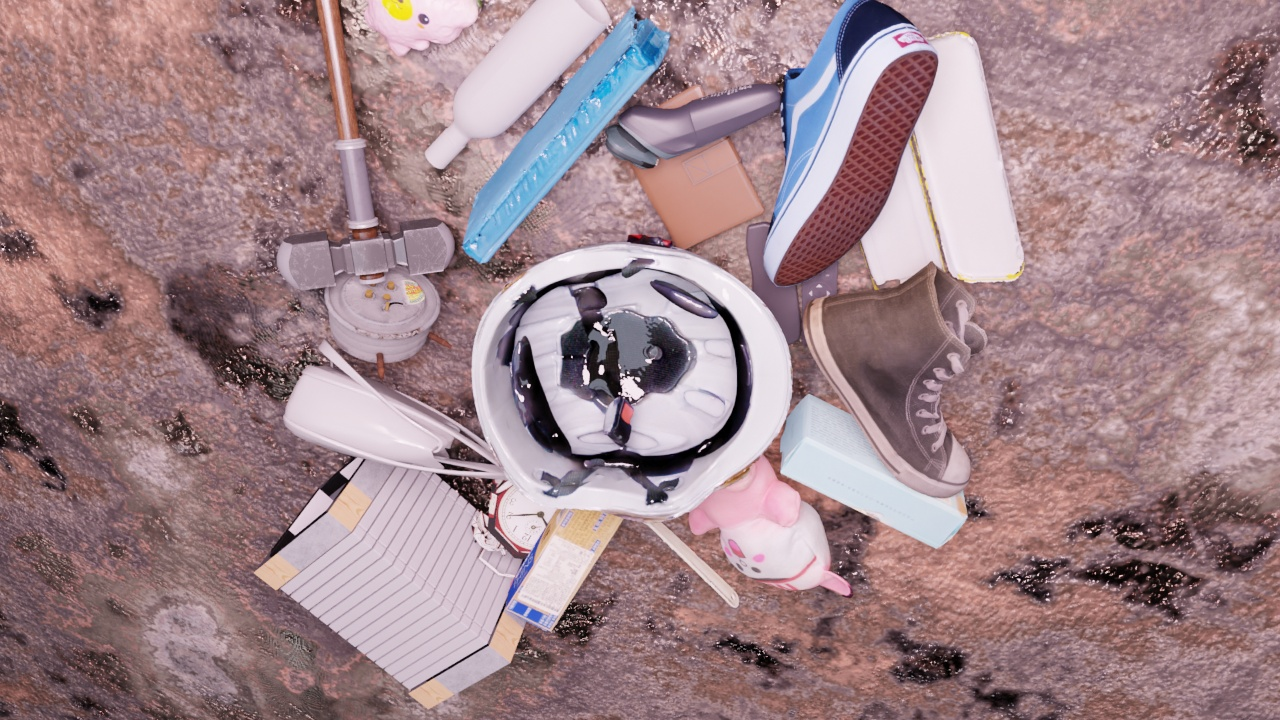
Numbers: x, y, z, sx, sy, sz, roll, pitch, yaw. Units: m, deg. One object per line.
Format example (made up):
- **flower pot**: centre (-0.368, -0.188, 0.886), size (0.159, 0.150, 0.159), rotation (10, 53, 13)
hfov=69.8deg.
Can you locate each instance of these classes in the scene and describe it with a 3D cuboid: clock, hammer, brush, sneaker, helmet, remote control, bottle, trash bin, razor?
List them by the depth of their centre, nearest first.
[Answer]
- **sneaker**: centre (0.144, -0.166, 0.710), size (0.083, 0.098, 0.242), rotation (-12, 145, -23)
- **razor**: centre (0.042, -0.192, 0.732), size (0.143, 0.047, 0.052), rotation (-15, 117, 18)
- **bottle**: centre (-0.110, -0.226, 0.751), size (0.196, 0.052, 0.052), rotation (-37, 107, 29)
- **hammer**: centre (-0.253, -0.223, 0.778), size (0.156, 0.043, 0.323), rotation (-10, 113, -17)
- **sneaker**: centre (0.251, 0.023, 0.788), size (0.120, 0.095, 0.235), rotation (-21, 113, 36)
- **helmet**: centre (-0.005, 0.005, 0.804), size (0.264, 0.163, 0.237), rotation (-8, 105, 7)
- **remote control**: centre (0.157, -0.074, 0.807), size (0.032, 0.015, 0.137), rotation (1, 123, 12)
- **remote control**: centre (0.120, -0.066, 0.823), size (0.046, 0.009, 0.125), rotation (0, 121, 13)
- **clock**: centre (-0.253, -0.056, 0.869), size (0.148, 0.103, 0.056), rotation (42, 137, 21)
- **clock**: centre (-0.115, 0.166, 0.981), size (0.114, 0.065, 0.155), rotation (28, 106, -14)
- **brush**: centre (0.037, 0.198, 0.993), size (0.012, 0.033, 0.217), rotation (-35, 110, 28)
- **trash bin**: centre (-0.255, 0.231, 1.012), size (0.143, 0.142, 0.247), rotation (-36, 108, 29)

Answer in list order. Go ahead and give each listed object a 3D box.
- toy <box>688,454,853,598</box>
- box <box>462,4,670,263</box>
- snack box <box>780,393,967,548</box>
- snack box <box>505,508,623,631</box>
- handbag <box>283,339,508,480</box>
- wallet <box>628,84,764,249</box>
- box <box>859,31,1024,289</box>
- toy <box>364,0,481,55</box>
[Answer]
- **toy**: centre (0.115, 0.155, 0.904), size (0.142, 0.084, 0.213), rotation (-10, 127, 51)
- **box**: centre (-0.069, -0.181, 0.748), size (0.048, 0.092, 0.232), rotation (40, 122, -13)
- **snack box**: centre (0.219, 0.104, 0.867), size (0.174, 0.074, 0.053), rotation (27, 123, -5)
- **snack box**: centre (-0.062, 0.172, 0.923), size (0.056, 0.057, 0.207), rotation (29, 105, -11)
- **handbag**: centre (-0.221, 0.065, 0.906), size (0.222, 0.216, 0.095), rotation (22, 86, -8)
- **wallet**: centre (0.042, -0.161, 0.780), size (0.088, 0.013, 0.121), rotation (-23, 110, 24)
- **box**: centre (0.225, -0.148, 0.735), size (0.130, 0.038, 0.210), rotation (-8, 119, 31)
- **toy**: centre (-0.185, -0.290, 0.730), size (0.093, 0.050, 0.102), rotation (-35, 105, 33)
